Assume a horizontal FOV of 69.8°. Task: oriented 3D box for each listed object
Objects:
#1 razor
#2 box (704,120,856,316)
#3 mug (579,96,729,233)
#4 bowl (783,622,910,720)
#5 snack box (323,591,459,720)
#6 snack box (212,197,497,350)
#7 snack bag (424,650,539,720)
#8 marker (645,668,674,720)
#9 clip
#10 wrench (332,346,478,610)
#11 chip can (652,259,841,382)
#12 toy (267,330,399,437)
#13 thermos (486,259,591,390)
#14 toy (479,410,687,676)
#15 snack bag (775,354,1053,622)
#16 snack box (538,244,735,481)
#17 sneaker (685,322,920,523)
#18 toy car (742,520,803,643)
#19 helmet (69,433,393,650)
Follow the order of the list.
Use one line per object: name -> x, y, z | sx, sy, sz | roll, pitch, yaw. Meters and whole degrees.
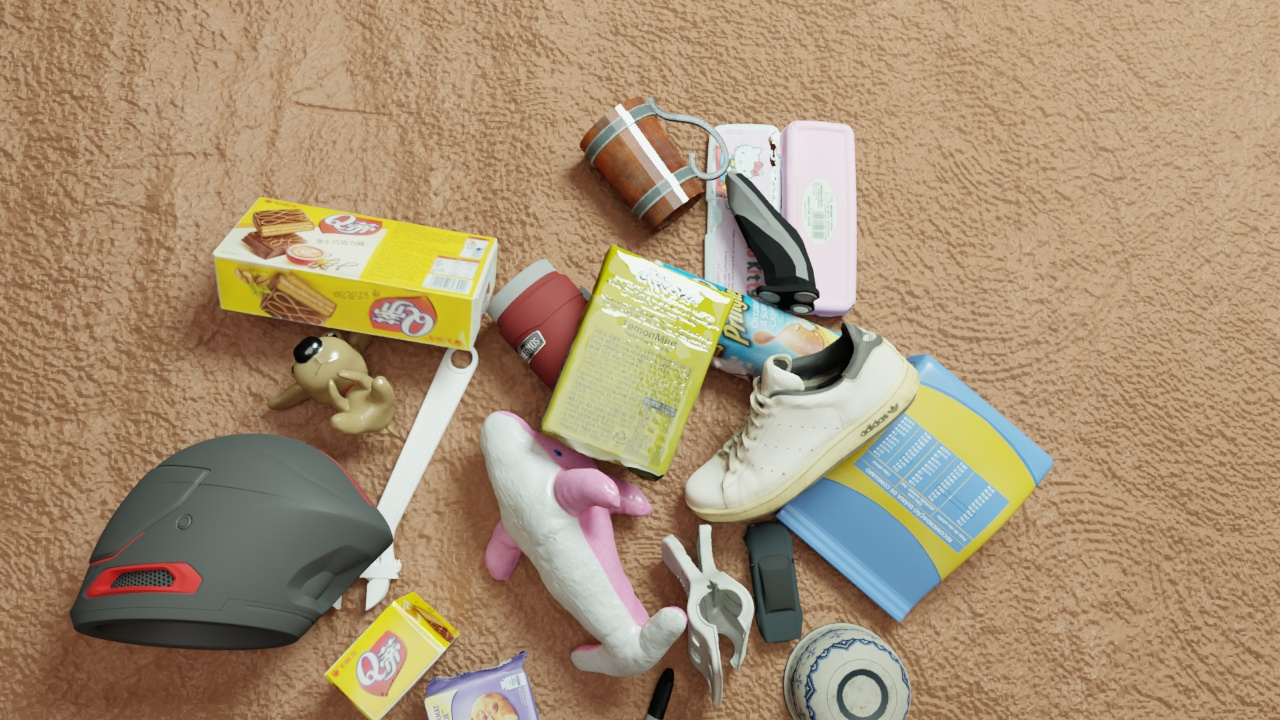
razor -> 0.123, -0.117, 0.880 | 0.060, 0.057, 0.156 | -17, 72, -4
box -> 0.143, -0.145, 0.924 | 0.154, 0.045, 0.201 | 2, 81, -3
mug -> 0.019, -0.201, 0.902 | 0.117, 0.081, 0.111 | -37, 88, 8
bowl -> 0.194, 0.303, 0.841 | 0.115, 0.059, 0.115 | 1, 80, -4
snack box -> -0.212, 0.255, 0.797 | 0.061, 0.106, 0.083 | 42, 80, 3
snack box -> -0.256, -0.082, 0.849 | 0.230, 0.062, 0.109 | 10, 38, -3
snack bag -> -0.119, 0.369, 0.810 | 0.096, 0.058, 0.205 | -15, 84, -4
marker -> 0.007, 0.351, 0.839 | 0.016, 0.022, 0.138 | 20, 78, -6
clip -> 0.070, 0.221, 0.824 | 0.091, 0.126, 0.151 | -5, 55, -3
wrench -> -0.221, 0.107, 0.868 | 0.066, 0.018, 0.273 | 23, 78, 0
chip can -> 0.104, -0.020, 0.882 | 0.229, 0.080, 0.079 | 22, 79, -2
toy -> -0.270, 0.022, 0.839 | 0.134, 0.106, 0.108 | -44, 64, -10
thermos -> -0.045, -0.003, 0.871 | 0.198, 0.084, 0.107 | 48, 49, 2
toy -> -0.048, 0.153, 0.834 | 0.127, 0.187, 0.265 | -20, 76, -48
snack bag -> 0.252, 0.119, 0.863 | 0.159, 0.102, 0.205 | 41, 91, 3
snack box -> -0.005, 0.004, 0.805 | 0.121, 0.045, 0.180 | 22, 79, -5
sneaker -> 0.124, 0.053, 0.820 | 0.242, 0.088, 0.102 | -37, 113, 16
toy car -> 0.126, 0.208, 0.866 | 0.046, 0.034, 0.112 | -6, 80, -5
helmet -> -0.338, 0.147, 0.776 | 0.265, 0.164, 0.169 | -4, 63, 12
